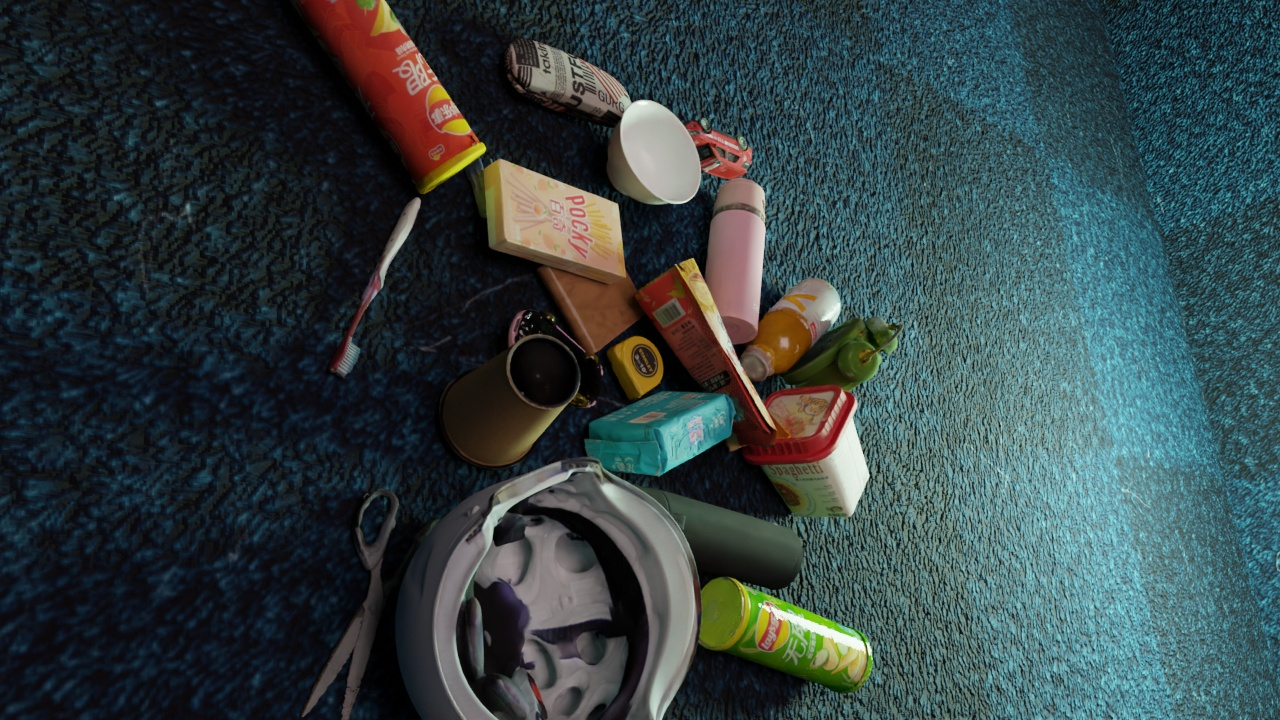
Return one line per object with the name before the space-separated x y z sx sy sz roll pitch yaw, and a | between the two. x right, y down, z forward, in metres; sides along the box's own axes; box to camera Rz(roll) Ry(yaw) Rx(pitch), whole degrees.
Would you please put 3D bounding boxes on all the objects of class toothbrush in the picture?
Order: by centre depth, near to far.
toothbrush | -0.216 -0.065 0.764 0.017 0.016 0.187 41 50 -36

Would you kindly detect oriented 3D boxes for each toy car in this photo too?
toy car | -0.081 0.000 0.858 0.122 0.037 0.056 43 51 -41
toy car | 0.085 -0.252 1.100 0.120 0.053 0.045 13 68 -42

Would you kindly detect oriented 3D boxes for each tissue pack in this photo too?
tissue pack | 0.022 0.067 0.885 0.133 0.093 0.050 -22 106 -45

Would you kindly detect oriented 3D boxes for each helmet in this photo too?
helmet | -0.081 0.198 0.703 0.258 0.146 0.229 -12 85 -54

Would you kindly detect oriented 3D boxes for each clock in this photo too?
clock | 0.239 -0.002 1.080 0.056 0.162 0.115 52 46 -4

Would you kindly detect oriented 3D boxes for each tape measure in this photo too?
tape measure | -0.006 0.005 0.932 0.057 0.029 0.060 -32 96 -45

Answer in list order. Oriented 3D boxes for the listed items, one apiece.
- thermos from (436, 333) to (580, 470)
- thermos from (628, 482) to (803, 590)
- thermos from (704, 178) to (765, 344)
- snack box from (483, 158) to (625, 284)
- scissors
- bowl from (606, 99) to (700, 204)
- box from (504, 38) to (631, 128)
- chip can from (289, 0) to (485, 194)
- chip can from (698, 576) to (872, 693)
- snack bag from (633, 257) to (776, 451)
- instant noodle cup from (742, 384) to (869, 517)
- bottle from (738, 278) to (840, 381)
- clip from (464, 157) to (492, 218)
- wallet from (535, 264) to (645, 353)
thermos | -0.106 0.033 0.752 0.093 0.144 0.093 12 64 -27
thermos | 0.063 0.173 0.892 0.242 0.090 0.068 22 76 -37
thermos | 0.112 -0.114 1.073 0.087 0.067 0.198 61 31 -56
snack box | -0.080 -0.131 0.883 0.157 0.026 0.084 12 65 -45
scissors | -0.196 0.181 0.692 0.162 0.014 0.165 -12 84 -45
bowl | 0.002 -0.214 0.997 0.118 0.065 0.118 18 62 -38
box | -0.071 -0.292 0.969 0.164 0.052 0.068 5 52 -43
chip can | -0.222 -0.254 0.790 0.216 0.073 0.073 57 45 -11
chip can | 0.152 0.287 0.947 0.221 0.073 0.072 30 56 -34
snack bag | 0.072 0.000 0.953 0.073 0.129 0.208 -29 91 -15
instant noodle cup | 0.195 0.107 1.036 0.116 0.117 0.124 -52 123 -41
bottle | 0.176 -0.035 1.095 0.189 0.068 0.068 -41 104 -44
clip | -0.148 -0.160 0.862 0.038 0.026 0.058 -11 86 -53
wallet | -0.046 -0.070 0.931 0.115 0.020 0.101 -40 105 -47
